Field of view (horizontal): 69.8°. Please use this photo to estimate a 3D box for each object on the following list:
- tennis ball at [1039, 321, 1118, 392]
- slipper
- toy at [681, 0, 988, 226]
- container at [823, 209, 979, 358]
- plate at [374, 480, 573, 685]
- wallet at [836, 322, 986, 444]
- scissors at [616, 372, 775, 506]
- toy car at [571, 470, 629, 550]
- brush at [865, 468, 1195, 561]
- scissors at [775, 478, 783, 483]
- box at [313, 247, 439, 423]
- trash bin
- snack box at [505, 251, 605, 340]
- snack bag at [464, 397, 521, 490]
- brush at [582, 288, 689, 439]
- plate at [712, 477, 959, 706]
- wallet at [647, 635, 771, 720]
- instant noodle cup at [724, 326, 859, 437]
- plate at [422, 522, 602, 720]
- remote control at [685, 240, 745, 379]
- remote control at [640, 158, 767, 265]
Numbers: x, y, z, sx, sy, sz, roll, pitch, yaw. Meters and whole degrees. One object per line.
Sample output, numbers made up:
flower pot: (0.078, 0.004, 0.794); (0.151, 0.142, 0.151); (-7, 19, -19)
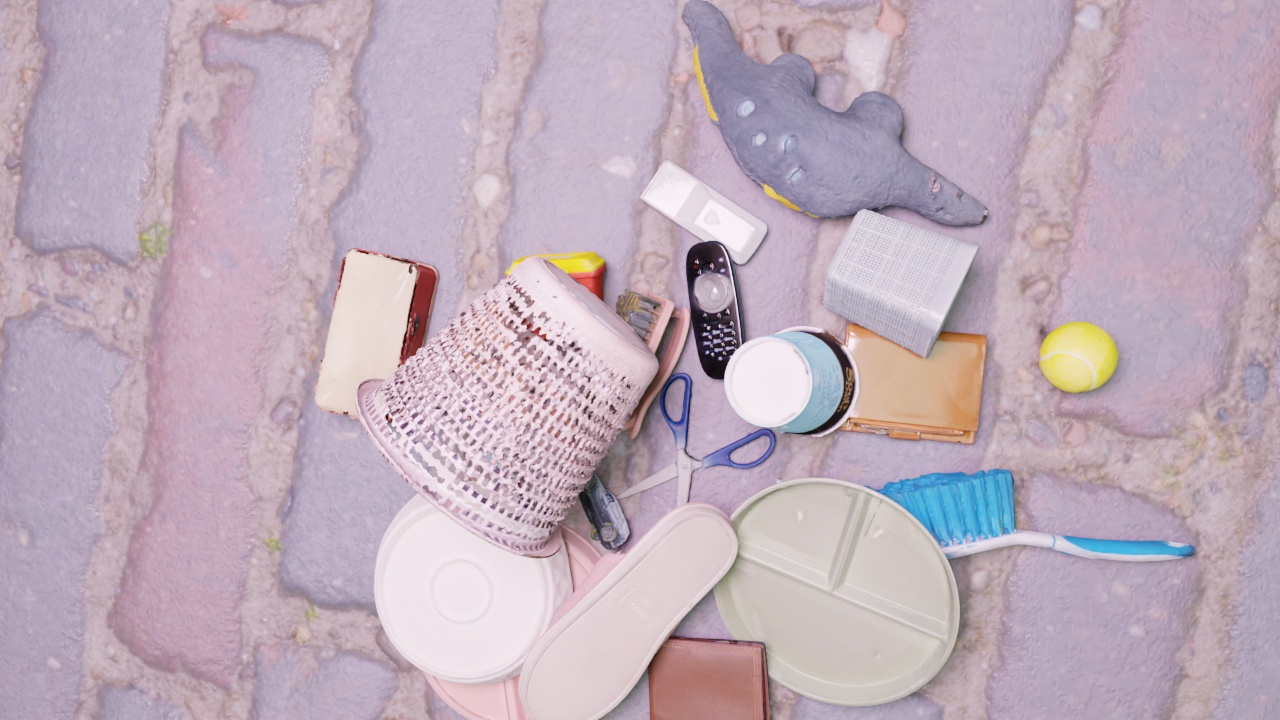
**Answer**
tennis ball: (0.400, -0.003, 0.840); (0.065, 0.065, 0.065); (0, 91, 8)
slipper: (-0.015, 0.241, 0.878); (0.114, 0.054, 0.274); (38, 97, -19)
toy: (0.162, -0.210, 0.866); (0.356, 0.092, 0.137); (35, 67, 5)
container: (0.233, -0.073, 0.839); (0.111, 0.090, 0.090); (26, 76, 16)
plate: (-0.170, 0.222, 0.906); (0.205, 0.045, 0.205); (0, 90, 8)
wallet: (0.258, 0.023, 0.878); (0.132, 0.031, 0.108); (5, 89, 9)
scissors: (0.051, 0.093, 0.918); (0.176, 0.012, 0.162); (-17, 89, 9)
toy car: (-0.041, 0.146, 0.917); (0.034, 0.043, 0.090); (-26, 90, -20)
brush: (0.350, 0.152, 0.858); (0.314, 0.060, 0.109); (-10, 91, 4)
scissors: (0.172, 0.172, 0.894); (0.137, 0.017, 0.093); (20, 83, 1)
box: (-0.271, -0.025, 0.928); (0.091, 0.076, 0.168); (13, 92, 7)
trash bin: (-0.099, 0.026, 0.800); (0.227, 0.227, 0.192); (42, 97, 5)
snack box: (-0.080, -0.063, 0.904); (0.091, 0.082, 0.080); (-3, 104, 8)
snack bag: (-0.146, 0.089, 0.937); (0.048, 0.026, 0.104); (-23, 88, 15)
brush: (-0.005, 0.005, 0.902); (0.073, 0.063, 0.145); (20, 95, -23)
plate: (0.179, 0.215, 0.859); (0.230, 0.027, 0.230); (7, 107, 24)
wallet: (0.065, 0.321, 0.901); (0.125, 0.032, 0.101); (-2, 91, 21)
instant noodle cup: (0.133, 0.018, 0.837); (0.111, 0.120, 0.111); (-1, 87, 25)
plate: (-0.130, 0.271, 0.938); (0.230, 0.028, 0.229); (0, 90, 9)
remote control: (0.075, -0.049, 0.903); (0.053, 0.024, 0.136); (-7, 91, 26)
remote control: (0.064, -0.146, 0.906); (0.125, 0.024, 0.049); (34, 95, 7)
